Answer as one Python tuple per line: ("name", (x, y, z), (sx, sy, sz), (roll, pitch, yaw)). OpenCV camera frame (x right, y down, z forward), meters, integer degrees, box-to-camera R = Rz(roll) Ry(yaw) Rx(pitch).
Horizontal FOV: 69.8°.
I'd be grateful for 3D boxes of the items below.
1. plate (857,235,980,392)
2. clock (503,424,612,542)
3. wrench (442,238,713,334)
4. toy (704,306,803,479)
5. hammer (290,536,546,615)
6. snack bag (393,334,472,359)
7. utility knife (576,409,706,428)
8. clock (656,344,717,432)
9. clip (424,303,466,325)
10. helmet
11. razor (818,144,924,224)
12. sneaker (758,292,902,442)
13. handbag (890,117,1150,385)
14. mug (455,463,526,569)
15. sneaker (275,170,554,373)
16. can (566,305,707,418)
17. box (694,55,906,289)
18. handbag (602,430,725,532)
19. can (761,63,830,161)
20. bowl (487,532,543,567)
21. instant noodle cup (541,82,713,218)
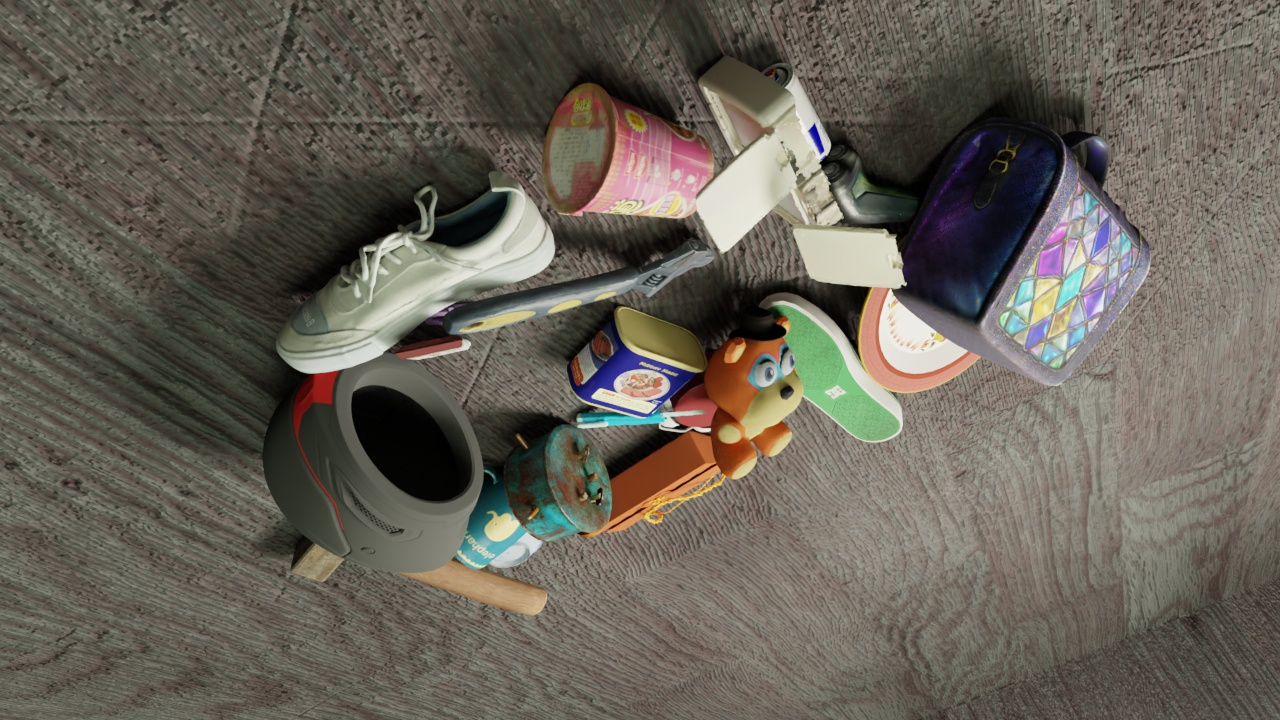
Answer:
("plate", (0.317, -0.068, 0.960), (0.229, 0.021, 0.230), (-15, 127, -22))
("clock", (-0.074, 0.138, 1.017), (0.073, 0.121, 0.157), (-23, 155, 26))
("wrench", (-0.043, -0.062, 0.796), (0.272, 0.022, 0.074), (-17, 162, -33))
("toy", (0.112, 0.029, 0.926), (0.111, 0.096, 0.176), (-27, 117, -37))
("hammer", (-0.241, 0.245, 1.096), (0.300, 0.037, 0.158), (27, 125, -28))
("snack bag", (-0.178, -0.012, 0.804), (0.057, 0.013, 0.158), (-11, -179, -7))
("utility knife", (0.000, 0.063, 0.995), (0.152, 0.015, 0.022), (-4, 143, 20))
("clock", (0.066, 0.039, 1.012), (0.087, 0.044, 0.125), (11, 134, -32))
("clip", (-0.172, -0.042, 0.841), (0.051, 0.013, 0.035), (1, 137, -20))
("helmet", (-0.254, 0.105, 0.867), (0.170, 0.163, 0.264), (-19, 136, 28))
("razor", (0.210, -0.155, 0.833), (0.151, 0.054, 0.067), (3, 113, -34))
("sneaker", (0.205, -0.006, 1.002), (0.084, 0.078, 0.235), (-27, 126, 33))
("handbag", (0.365, -0.110, 0.857), (0.204, 0.125, 0.222), (26, 97, -39))
("mug", (-0.176, 0.167, 1.055), (0.104, 0.084, 0.112), (-36, 111, 12))
("sneaker", (-0.193, -0.077, 0.737), (0.242, 0.089, 0.091), (-26, 138, -1))
("can", (-0.006, 0.005, 0.932), (0.116, 0.056, 0.092), (18, 131, -38))
("box", (0.097, -0.116, 0.690), (0.106, 0.193, 0.143), (-41, 135, -1))
("handbag", (0.027, 0.157, 1.124), (0.172, 0.060, 0.108), (-34, 159, 20))
("can", (0.126, -0.199, 0.750), (0.032, 0.032, 0.095), (-30, 141, 15))
("bowl", (-0.168, 0.228, 1.151), (0.114, 0.045, 0.114), (-11, 142, -9))
("instant noodle cup", (-0.005, -0.154, 0.712), (0.108, 0.097, 0.098), (4, 138, -38))
